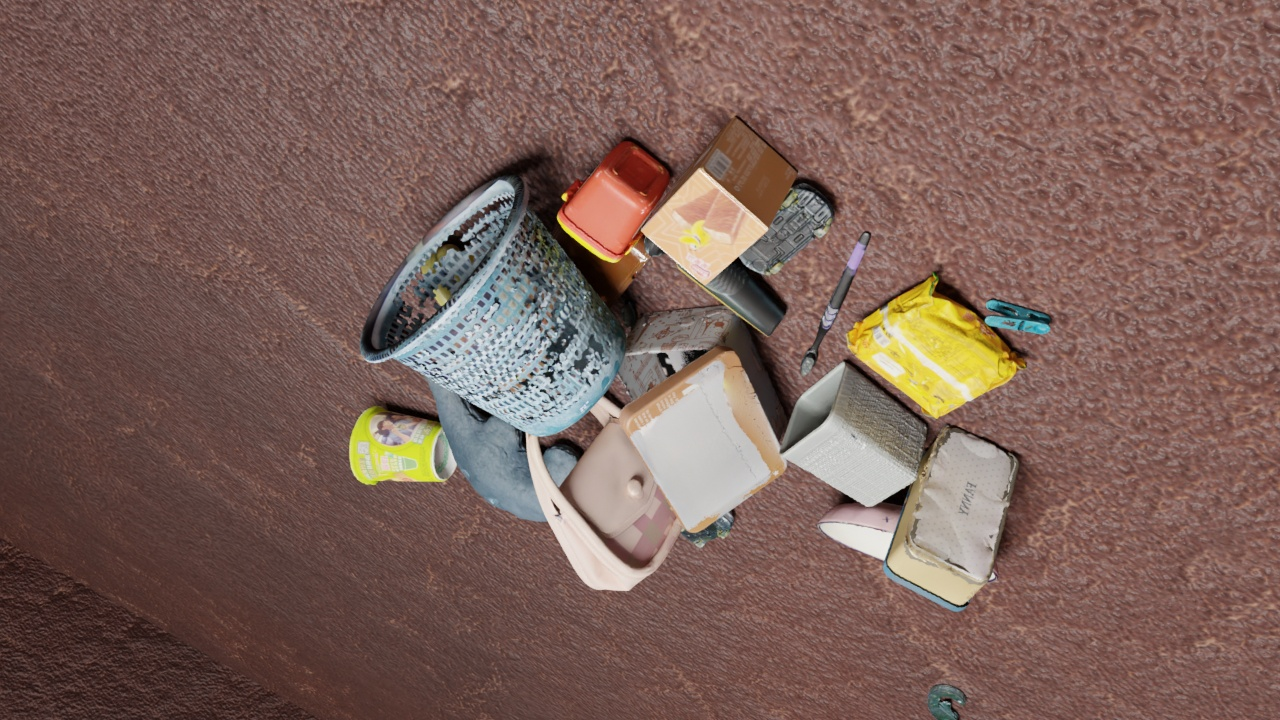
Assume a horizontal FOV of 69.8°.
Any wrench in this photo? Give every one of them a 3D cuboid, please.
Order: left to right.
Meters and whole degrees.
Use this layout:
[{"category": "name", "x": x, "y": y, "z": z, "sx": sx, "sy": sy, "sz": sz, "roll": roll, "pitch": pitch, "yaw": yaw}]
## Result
[{"category": "wrench", "x": 0.462, "y": 0.542, "z": 1.290, "sx": 0.056, "sy": 0.016, "sz": 0.273, "roll": -8, "pitch": 125, "yaw": 37}]

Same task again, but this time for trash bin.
[{"category": "trash bin", "x": -0.129, "y": -0.036, "z": 0.912, "sx": 0.227, "sy": 0.226, "sz": 0.195, "roll": -19, "pitch": 130, "yaw": 41}]

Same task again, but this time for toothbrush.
[{"category": "toothbrush", "x": -0.006, "y": 0.006, "z": 1.048, "sx": 0.014, "sy": 0.016, "sz": 0.190, "roll": 17, "pitch": 138, "yaw": 24}, {"category": "toothbrush", "x": 0.184, "y": -0.048, "z": 0.881, "sx": 0.014, "sy": 0.016, "sz": 0.189, "roll": 24, "pitch": 137, "yaw": 9}]

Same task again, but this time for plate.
[{"category": "plate", "x": 0.290, "y": 0.191, "z": 0.994, "sx": 0.192, "sy": 0.039, "sz": 0.192, "roll": 18, "pitch": 164, "yaw": 5}]

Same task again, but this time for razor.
[{"category": "razor", "x": 0.076, "y": -0.083, "z": 0.892, "sx": 0.167, "sy": 0.062, "sz": 0.068, "roll": 39, "pitch": 169, "yaw": -17}]

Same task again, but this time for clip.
[{"category": "clip", "x": 0.329, "y": -0.037, "z": 0.801, "sx": 0.056, "sy": 0.040, "sz": 0.014, "roll": 14, "pitch": 137, "yaw": 8}]

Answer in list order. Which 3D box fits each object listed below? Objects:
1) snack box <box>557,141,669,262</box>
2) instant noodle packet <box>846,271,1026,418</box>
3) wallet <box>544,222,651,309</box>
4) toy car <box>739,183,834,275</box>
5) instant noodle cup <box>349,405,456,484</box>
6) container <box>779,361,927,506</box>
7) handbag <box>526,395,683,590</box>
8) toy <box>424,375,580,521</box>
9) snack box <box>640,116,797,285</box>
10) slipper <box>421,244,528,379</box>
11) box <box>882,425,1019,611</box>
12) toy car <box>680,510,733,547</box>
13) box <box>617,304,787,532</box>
[{"category": "snack box", "x": -0.023, "y": -0.151, "z": 0.851, "sx": 0.082, "sy": 0.091, "sz": 0.080, "roll": 36, "pitch": 132, "yaw": -6}, {"category": "instant noodle packet", "x": 0.268, "y": -0.012, "z": 0.845, "sx": 0.128, "sy": 0.044, "sz": 0.111, "roll": 39, "pitch": 132, "yaw": -14}, {"category": "wallet", "x": -0.050, "y": -0.110, "z": 0.949, "sx": 0.101, "sy": 0.032, "sz": 0.125, "roll": 37, "pitch": 141, "yaw": -5}, {"category": "toy car", "x": 0.130, "y": -0.118, "z": 0.832, "sx": 0.049, "sy": 0.031, "sz": 0.106, "roll": 40, "pitch": 137, "yaw": -9}, {"category": "instant noodle cup", "x": -0.326, "y": 0.125, "z": 1.293, "sx": 0.123, "sy": 0.111, "sz": 0.112, "roll": 5, "pitch": 133, "yaw": 18}, {"category": "container", "x": 0.219, "y": 0.079, "z": 0.931, "sx": 0.114, "sy": 0.090, "sz": 0.090, "roll": 34, "pitch": 139, "yaw": -7}, {"category": "handbag", "x": -0.047, "y": 0.129, "z": 1.066, "sx": 0.094, "sy": 0.192, "sz": 0.234, "roll": -26, "pitch": 109, "yaw": 42}, {"category": "toy", "x": -0.154, "y": 0.144, "z": 1.226, "sx": 0.356, "sy": 0.091, "sz": 0.138, "roll": 31, "pitch": 111, "yaw": -2}, {"category": "snack box", "x": 0.070, "y": -0.138, "z": 0.802, "sx": 0.077, "sy": 0.092, "sz": 0.095, "roll": 39, "pitch": 138, "yaw": -9}, {"category": "slipper", "x": -0.167, "y": -0.063, "z": 1.040, "sx": 0.081, "sy": 0.091, "sz": 0.190, "roll": -36, "pitch": 100, "yaw": 5}, {"category": "box", "x": 0.299, "y": 0.152, "z": 0.881, "sx": 0.090, "sy": 0.183, "sz": 0.061, "roll": 28, "pitch": 142, "yaw": 11}, {"category": "toy car", "x": 0.083, "y": 0.210, "z": 1.179, "sx": 0.043, "sy": 0.034, "sz": 0.091, "roll": 38, "pitch": 141, "yaw": -11}, {"category": "box", "x": 0.057, "y": 0.068, "z": 0.947, "sx": 0.153, "sy": 0.177, "sz": 0.182, "roll": -4, "pitch": 128, "yaw": 35}]
